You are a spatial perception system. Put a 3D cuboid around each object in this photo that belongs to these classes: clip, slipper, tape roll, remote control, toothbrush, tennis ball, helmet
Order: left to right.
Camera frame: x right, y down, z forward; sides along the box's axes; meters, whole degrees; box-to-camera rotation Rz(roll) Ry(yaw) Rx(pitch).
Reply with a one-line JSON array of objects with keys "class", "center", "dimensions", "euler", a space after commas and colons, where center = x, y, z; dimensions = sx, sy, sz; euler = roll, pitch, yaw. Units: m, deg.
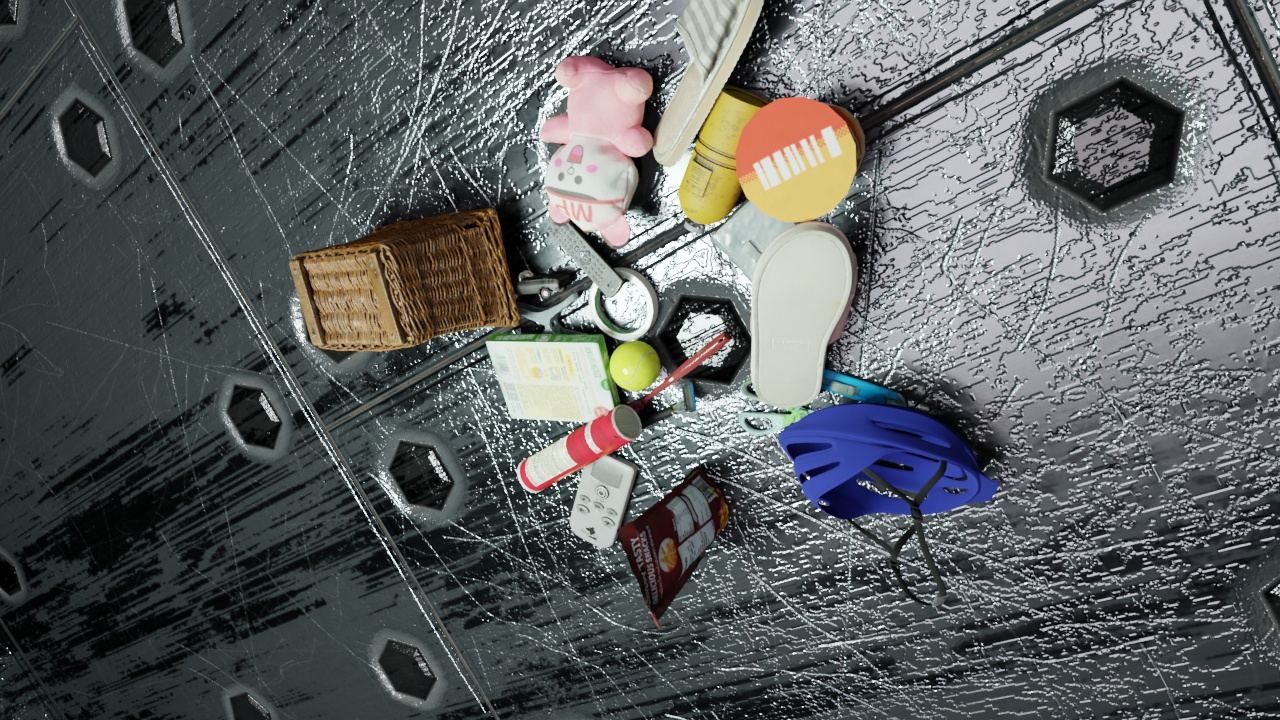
[{"class": "clip", "center": [-0.140, -0.028, 1.262], "dimensions": [0.163, 0.028, 0.115], "euler": [-11, 105, 30]}, {"class": "remote control", "center": [-0.071, -0.136, 1.179], "dimensions": [0.136, 0.013, 0.033], "euler": [47, 119, 16]}, {"class": "remote control", "center": [-0.056, 0.199, 1.310], "dimensions": [0.074, 0.019, 0.151], "euler": [24, 118, 16]}, {"class": "tape roll", "center": [-0.023, -0.073, 1.191], "dimensions": [0.094, 0.018, 0.094], "euler": [9, 113, 23]}, {"class": "tennis ball", "center": [-0.007, 0.007, 1.186], "dimensions": [0.065, 0.065, 0.065], "euler": [9, 113, 23]}, {"class": "toothbrush", "center": [0.045, 0.021, 1.194], "dimensions": [0.190, 0.016, 0.016], "euler": [-39, 86, 32]}, {"class": "slipper", "center": [0.068, -0.338, 1.000], "dimensions": [0.054, 0.114, 0.273], "euler": [9, 126, -24]}, {"class": "slipper", "center": [0.177, -0.051, 1.035], "dimensions": [0.114, 0.054, 0.275], "euler": [6, 136, 4]}, {"class": "helmet", "center": [0.271, 0.154, 1.019], "dimensions": [0.241, 0.227, 0.148], "euler": [6, 144, 7]}]

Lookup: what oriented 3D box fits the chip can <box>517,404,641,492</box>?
[{"class": "chip can", "center": [-0.087, 0.123, 1.261], "dimensions": [0.215, 0.051, 0.052], "euler": [-32, 93, 40]}]

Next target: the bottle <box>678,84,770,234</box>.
[{"class": "bottle", "center": [0.089, -0.223, 1.048], "dimensions": [0.071, 0.070, 0.164], "euler": [29, 119, 14]}]

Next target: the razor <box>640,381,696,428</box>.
[{"class": "razor", "center": [0.022, 0.074, 1.226], "dimensions": [0.145, 0.022, 0.042], "euler": [-29, 53, 36]}]

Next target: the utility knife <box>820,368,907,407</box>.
[{"class": "utility knife", "center": [0.232, 0.028, 1.108], "dimensions": [0.186, 0.015, 0.031], "euler": [18, 113, 20]}]

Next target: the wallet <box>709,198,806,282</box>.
[{"class": "wallet", "center": [0.155, -0.127, 1.068], "dimensions": [0.131, 0.054, 0.101], "euler": [45, 122, -1]}]

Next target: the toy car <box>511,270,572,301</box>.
[{"class": "toy car", "center": [-0.138, -0.103, 1.222], "dimensions": [0.092, 0.040, 0.037], "euler": [-2, 107, 29]}]

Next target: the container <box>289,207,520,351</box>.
[{"class": "container", "center": [-0.320, -0.096, 1.211], "dimensions": [0.250, 0.182, 0.162], "euler": [-1, 107, 38]}]

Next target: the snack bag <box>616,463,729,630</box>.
[{"class": "snack bag", "center": [0.046, 0.226, 1.160], "dimensions": [0.067, 0.207, 0.139], "euler": [-5, 107, 28]}]

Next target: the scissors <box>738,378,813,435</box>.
[{"class": "scissors", "center": [0.204, 0.060, 1.134], "dimensions": [0.175, 0.032, 0.093], "euler": [1, 108, 21]}]

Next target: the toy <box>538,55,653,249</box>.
[{"class": "toy", "center": [-0.051, -0.249, 1.100], "dimensions": [0.142, 0.084, 0.213], "euler": [19, 114, 23]}]

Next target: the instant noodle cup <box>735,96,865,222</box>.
[{"class": "instant noodle cup", "center": [0.180, -0.220, 0.975], "dimensions": [0.123, 0.120, 0.123], "euler": [9, 113, 23]}]

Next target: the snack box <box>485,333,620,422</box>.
[{"class": "snack box", "center": [-0.116, 0.024, 1.248], "dimensions": [0.168, 0.027, 0.132], "euler": [2, 124, 23]}]
